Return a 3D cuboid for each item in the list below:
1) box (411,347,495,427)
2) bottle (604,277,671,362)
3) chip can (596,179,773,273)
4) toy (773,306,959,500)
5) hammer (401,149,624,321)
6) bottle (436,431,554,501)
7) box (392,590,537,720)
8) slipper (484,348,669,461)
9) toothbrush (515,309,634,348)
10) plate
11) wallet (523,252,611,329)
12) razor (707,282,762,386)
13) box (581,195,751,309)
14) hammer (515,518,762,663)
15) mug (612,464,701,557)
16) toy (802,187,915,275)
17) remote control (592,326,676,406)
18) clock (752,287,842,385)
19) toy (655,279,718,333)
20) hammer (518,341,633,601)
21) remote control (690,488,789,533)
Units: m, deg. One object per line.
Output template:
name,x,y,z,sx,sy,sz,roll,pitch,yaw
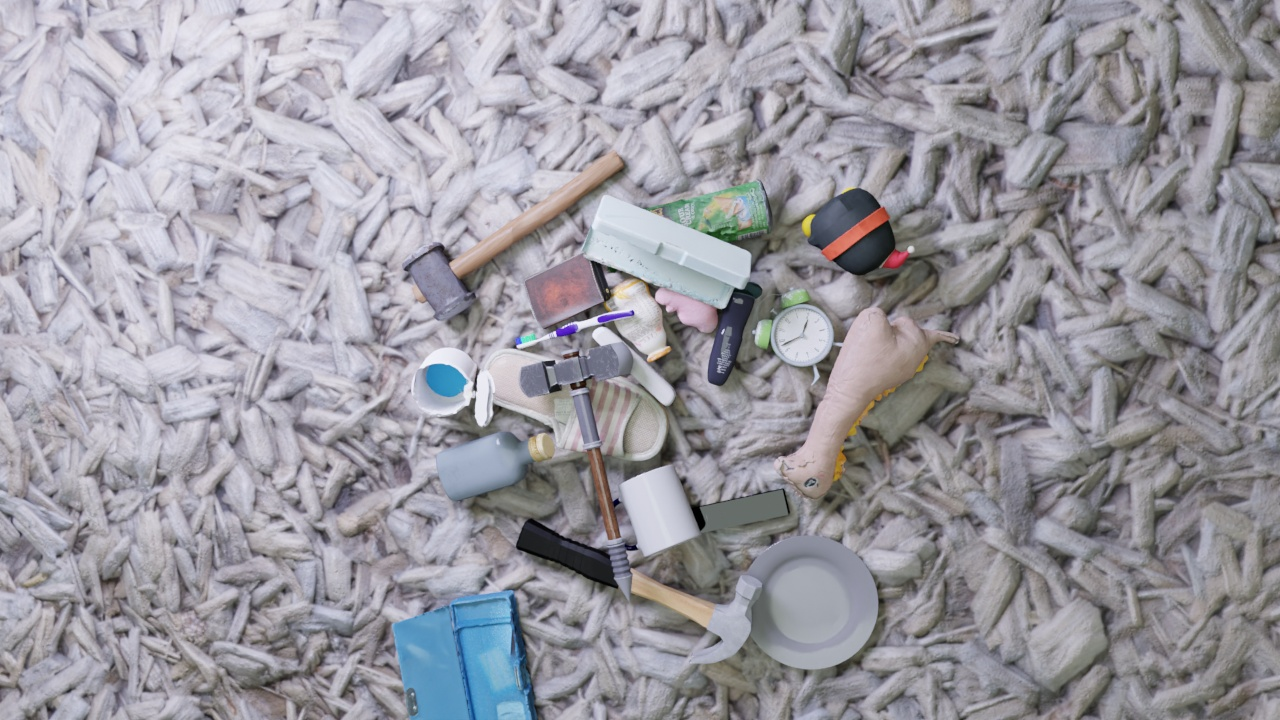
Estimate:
box,-0.234,0.033,1.179,0.118,0.159,0.084,13,100,-5
bottle,0.000,-0.051,1.194,0.063,0.063,0.108,-28,91,7
chip can,0.057,-0.171,1.175,0.223,0.075,0.075,-14,91,7
toy,0.285,0.064,1.167,0.196,0.065,0.264,11,105,-21
hammer,-0.162,-0.174,1.216,0.328,0.052,0.098,-33,89,4
bottle,-0.189,0.133,1.211,0.161,0.046,0.072,-19,91,22
box,-0.233,0.440,1.245,0.173,0.066,0.232,-9,92,-14
slipper,-0.091,0.060,1.214,0.263,0.052,0.115,21,94,5
toothbrush,-0.088,-0.042,1.195,0.187,0.015,0.016,-15,93,29
plate,0.222,0.319,1.212,0.178,0.012,0.178,0,93,6
wallet,-0.097,-0.091,1.191,0.123,0.019,0.072,-19,91,39
razor,0.117,-0.035,1.189,0.047,0.052,0.143,15,99,-4
box,0.028,-0.122,1.123,0.199,0.085,0.096,22,129,-7
hammer,-0.009,0.294,1.218,0.328,0.039,0.131,22,99,8
mug,0.010,0.201,1.188,0.112,0.078,0.097,-25,77,13
toy,0.269,-0.153,1.139,0.097,0.099,0.119,-36,87,4
remote control,-0.007,0.007,1.197,0.138,0.060,0.025,43,92,3
clock,0.201,-0.037,1.181,0.119,0.042,0.094,43,95,2
toy,0.065,-0.088,1.187,0.093,0.050,0.102,5,97,-13
hammer,-0.052,0.144,1.156,0.156,0.043,0.322,-14,88,19
remote control,0.121,0.202,1.217,0.150,0.013,0.034,-13,87,7
